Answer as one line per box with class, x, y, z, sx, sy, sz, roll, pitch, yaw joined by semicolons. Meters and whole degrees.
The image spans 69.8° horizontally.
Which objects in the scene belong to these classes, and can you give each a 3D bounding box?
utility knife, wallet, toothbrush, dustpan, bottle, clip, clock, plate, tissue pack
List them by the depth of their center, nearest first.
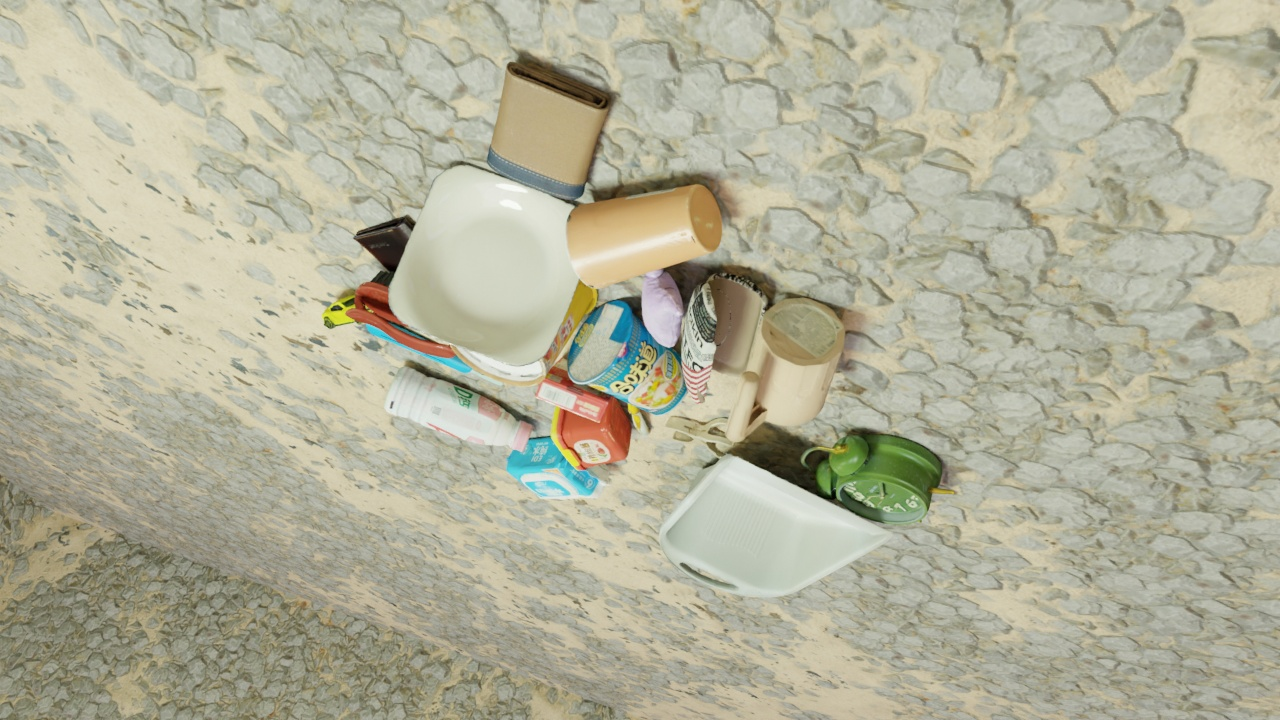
wallet;-0.079;-0.190;0.767;0.090;0.033;0.115;21;149;-4
plate;-0.137;-0.086;0.858;0.163;0.164;0.034;22;175;4
wallet;-0.249;-0.105;1.018;0.097;0.020;0.122;-7;137;39
clock;0.260;0.131;1.035;0.161;0.056;0.116;20;148;3
clip;0.078;0.083;1.098;0.105;0.034;0.083;20;153;18
toothbrush;-0.009;0.064;1.100;0.016;0.018;0.191;20;162;16
dustpan;0.141;0.228;1.149;0.222;0.142;0.258;26;169;-9
utility knife;-0.260;-0.008;1.177;0.191;0.018;0.034;25;154;-8
bottle;-0.245;0.072;1.249;0.197;0.068;0.068;22;150;-6
tissue pack;-0.118;0.155;1.299;0.140;0.063;0.090;-8;138;40

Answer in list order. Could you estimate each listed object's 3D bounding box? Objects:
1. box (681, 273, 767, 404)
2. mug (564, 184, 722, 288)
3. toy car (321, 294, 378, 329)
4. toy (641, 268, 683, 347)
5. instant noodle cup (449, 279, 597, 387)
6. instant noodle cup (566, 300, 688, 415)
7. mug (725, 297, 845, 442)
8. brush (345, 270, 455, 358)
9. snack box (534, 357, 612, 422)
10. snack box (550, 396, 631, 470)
box;0.084;-0.024;0.904;0.087;0.076;0.163;-13;148;-8
mug;0.005;-0.112;0.801;0.123;0.078;0.078;-9;138;33
toy car;-0.348;-0.063;1.121;0.105;0.048;0.032;-4;108;37
toy;0.019;-0.054;0.893;0.039;0.083;0.108;-21;156;-6
instant noodle cup;-0.128;-0.047;0.944;0.138;0.109;0.138;17;148;10
instant noodle cup;-0.006;0.006;0.974;0.110;0.099;0.099;34;148;-33
mug;0.131;0.013;0.869;0.084;0.124;0.104;42;154;23
brush;-0.255;-0.051;1.018;0.146;0.069;0.063;20;149;13
snack box;-0.068;0.031;1.025;0.075;0.025;0.152;22;-172;-1
snack box;-0.059;0.085;1.147;0.080;0.081;0.091;-7;142;19
